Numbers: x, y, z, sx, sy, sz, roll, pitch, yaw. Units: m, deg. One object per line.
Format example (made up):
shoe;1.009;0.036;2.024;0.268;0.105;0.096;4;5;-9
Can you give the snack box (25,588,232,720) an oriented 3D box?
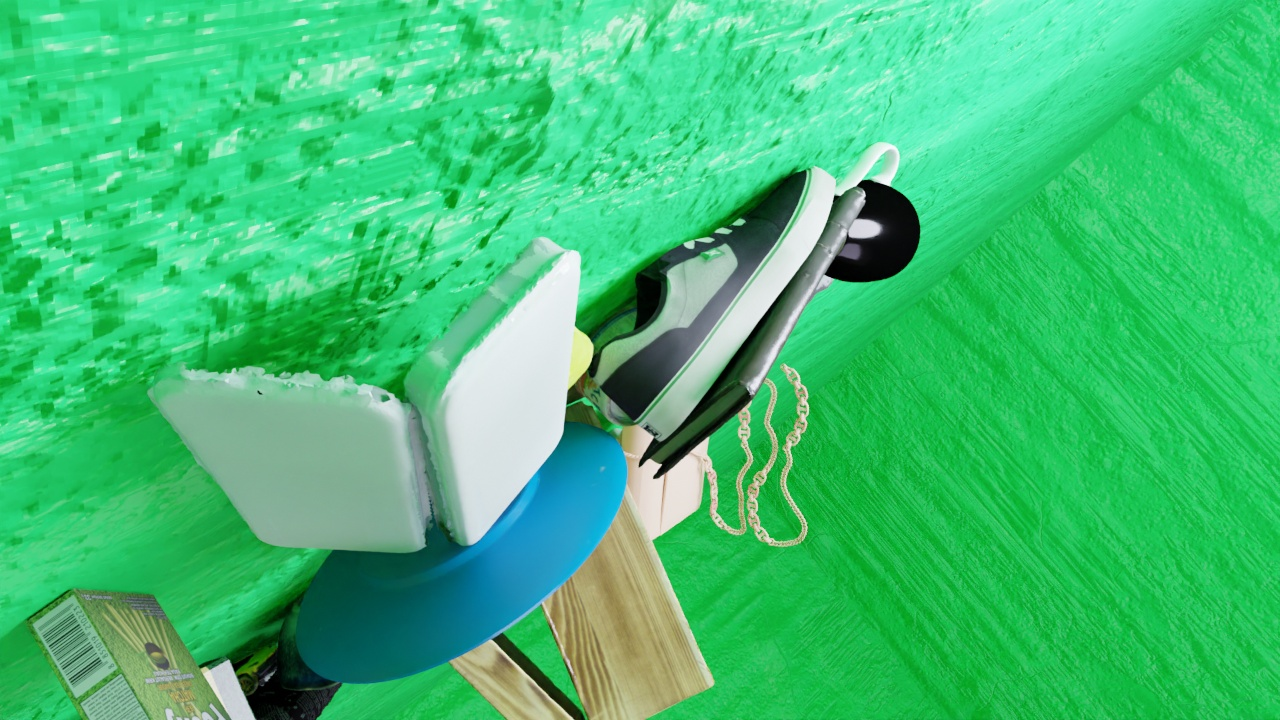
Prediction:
snack box;-0.232;0.181;0.451;0.025;0.147;0.080;-37;168;-12

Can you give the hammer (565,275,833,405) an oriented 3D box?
hammer;0.049;-0.025;0.798;0.327;0.052;0.098;-24;162;-41

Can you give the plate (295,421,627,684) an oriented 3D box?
plate;-0.115;0.099;0.561;0.224;0.024;0.224;-22;-156;10

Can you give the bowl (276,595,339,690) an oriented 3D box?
bowl;-0.240;0.208;0.723;0.110;0.055;0.110;-17;-170;3

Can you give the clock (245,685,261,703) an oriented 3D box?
clock;-0.351;0.319;0.800;0.091;0.042;0.120;-11;-170;41

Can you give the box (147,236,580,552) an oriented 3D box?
box;-0.103;0.038;0.420;0.185;0.084;0.211;-25;159;-21

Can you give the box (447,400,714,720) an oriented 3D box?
box;-0.089;0.217;0.772;0.220;0.258;0.280;-24;167;-12

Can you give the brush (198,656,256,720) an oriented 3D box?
brush;-0.299;0.352;0.642;0.196;0.250;0.075;-43;168;37

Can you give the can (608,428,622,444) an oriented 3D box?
can;-0.046;0.148;1.048;0.140;0.088;0.088;-40;169;4

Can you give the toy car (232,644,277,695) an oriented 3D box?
toy car;-0.337;0.269;0.748;0.107;0.030;0.049;-40;-175;1

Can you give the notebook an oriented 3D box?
notebook;0.080;-0.017;0.671;0.208;0.029;0.170;-52;-179;-34

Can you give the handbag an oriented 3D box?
handbag;0.067;0.102;0.912;0.116;0.187;0.199;-27;127;-55

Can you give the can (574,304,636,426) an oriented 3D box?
can;-0.004;0.004;0.676;0.086;0.043;0.086;-30;144;-25

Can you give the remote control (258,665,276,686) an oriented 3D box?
remote control;-0.355;0.299;0.869;0.125;0.009;0.046;-42;168;15

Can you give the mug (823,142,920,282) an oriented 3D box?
mug;0.178;-0.122;0.759;0.100;0.085;0.119;-8;119;-49

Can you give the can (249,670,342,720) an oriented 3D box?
can;-0.284;0.272;0.791;0.054;0.054;0.137;-44;-173;25

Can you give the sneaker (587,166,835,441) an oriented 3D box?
sneaker;0.050;-0.060;0.620;0.234;0.079;0.084;-53;-177;-23

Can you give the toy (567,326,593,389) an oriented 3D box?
toy;-0.078;0.010;0.529;0.092;0.046;0.115;-42;161;20
